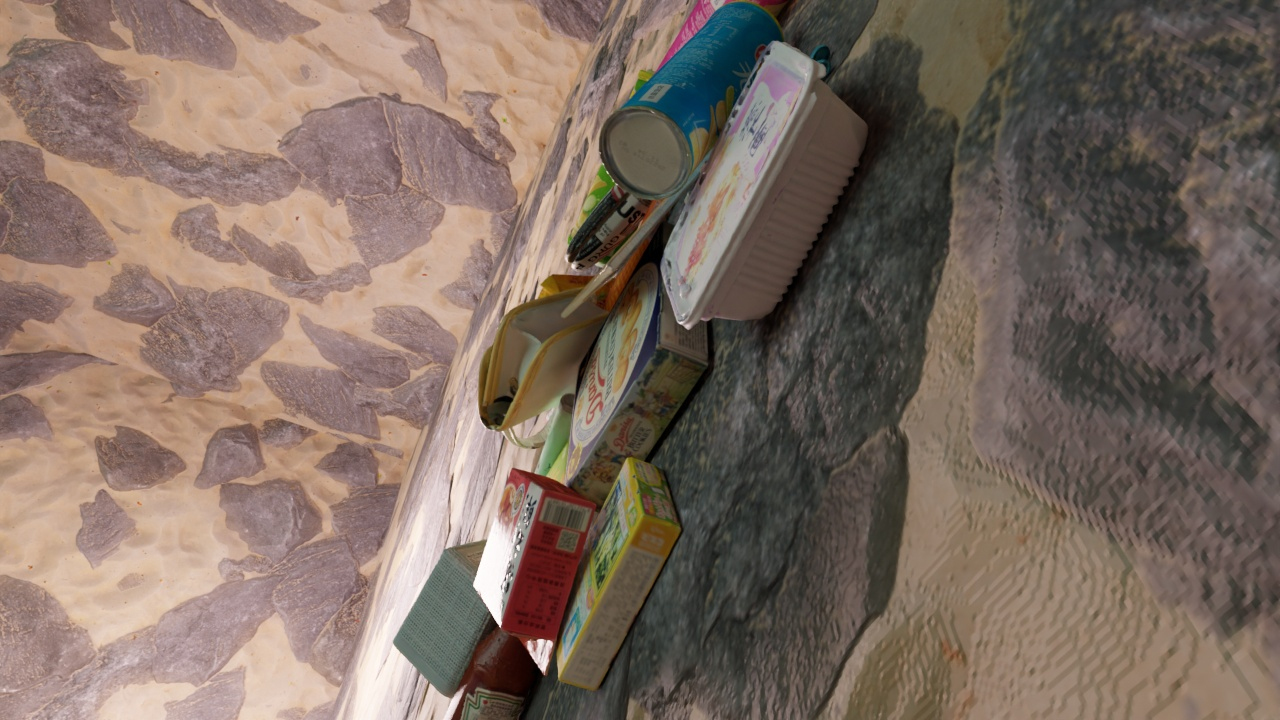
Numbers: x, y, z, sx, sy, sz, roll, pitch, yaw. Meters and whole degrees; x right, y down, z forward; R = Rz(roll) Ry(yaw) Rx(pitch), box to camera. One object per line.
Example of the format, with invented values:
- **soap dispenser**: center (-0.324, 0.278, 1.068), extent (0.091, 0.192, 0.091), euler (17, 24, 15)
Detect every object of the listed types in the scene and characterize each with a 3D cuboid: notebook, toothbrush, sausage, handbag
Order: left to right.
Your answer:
- **handbag**: center (-0.098, 0.019, 0.902), extent (0.163, 0.063, 0.179), euler (-24, -35, -56)
- **toothbrush**: center (-0.097, 0.120, 0.947), extent (0.026, 0.027, 0.225), euler (-75, 6, -52)
- **sausage**: center (-0.002, -0.112, 0.963), extent (0.021, 0.021, 0.165), euler (-104, 38, -66)
- **notebook**: center (0.016, -0.128, 0.791), extent (0.211, 0.012, 0.150), euler (-50, 7, -21)

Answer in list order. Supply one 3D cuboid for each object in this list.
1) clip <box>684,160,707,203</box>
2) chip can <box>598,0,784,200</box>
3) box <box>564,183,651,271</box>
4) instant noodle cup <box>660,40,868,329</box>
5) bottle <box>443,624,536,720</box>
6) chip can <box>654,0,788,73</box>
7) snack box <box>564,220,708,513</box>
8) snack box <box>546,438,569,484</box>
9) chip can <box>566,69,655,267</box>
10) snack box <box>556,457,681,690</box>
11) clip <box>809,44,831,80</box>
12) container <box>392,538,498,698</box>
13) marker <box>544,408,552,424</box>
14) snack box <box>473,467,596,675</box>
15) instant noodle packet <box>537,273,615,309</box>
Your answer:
- **clip**: center (0.056, -0.133, 0.699), extent (0.035, 0.094, 0.102), euler (-63, 27, 22)
- **chip can**: center (0.044, -0.201, 0.693), extent (0.071, 0.071, 0.209), euler (-53, 3, 47)
- **box**: center (-0.017, -0.156, 0.976), extent (0.164, 0.060, 0.071), euler (-48, 14, 18)
- **instant noodle cup**: center (0.079, -0.106, 0.588), extent (0.174, 0.060, 0.137), euler (-61, 16, 21)
- **bottle**: center (-0.113, 0.251, 0.783), extent (0.059, 0.059, 0.206), euler (-121, 53, -72)
- **chip can**: center (0.067, -0.296, 0.875), extent (0.211, 0.071, 0.071), euler (-46, 27, 55)
- **snack box**: center (-0.005, 0.004, 0.762), extent (0.183, 0.045, 0.177), euler (-58, 17, 34)
- **snack box**: center (-0.093, 0.158, 0.903), extent (0.157, 0.026, 0.085), euler (-58, 19, 34)
- **chip can**: center (-0.012, -0.212, 1.036), extent (0.072, 0.072, 0.221), euler (-114, 47, -70)
- **snack box**: center (-0.020, 0.148, 0.645), extent (0.087, 0.033, 0.140), euler (-110, 41, -69)
- **clip**: center (0.119, -0.200, 0.663), extent (0.057, 0.015, 0.049), euler (-54, 23, 41)
- **container**: center (-0.155, 0.233, 0.853), extent (0.090, 0.090, 0.111), euler (3, -63, -60)
- **marker**: center (-0.079, 0.035, 1.042), extent (0.146, 0.017, 0.017), euler (127, 158, -48)
- **snack box**: center (-0.086, 0.154, 0.694), extent (0.113, 0.044, 0.127), euler (5, 77, 70)
- **instant noodle packet**: center (-0.079, -0.042, 0.991), extent (0.128, 0.044, 0.111), euler (-14, -48, -59)
